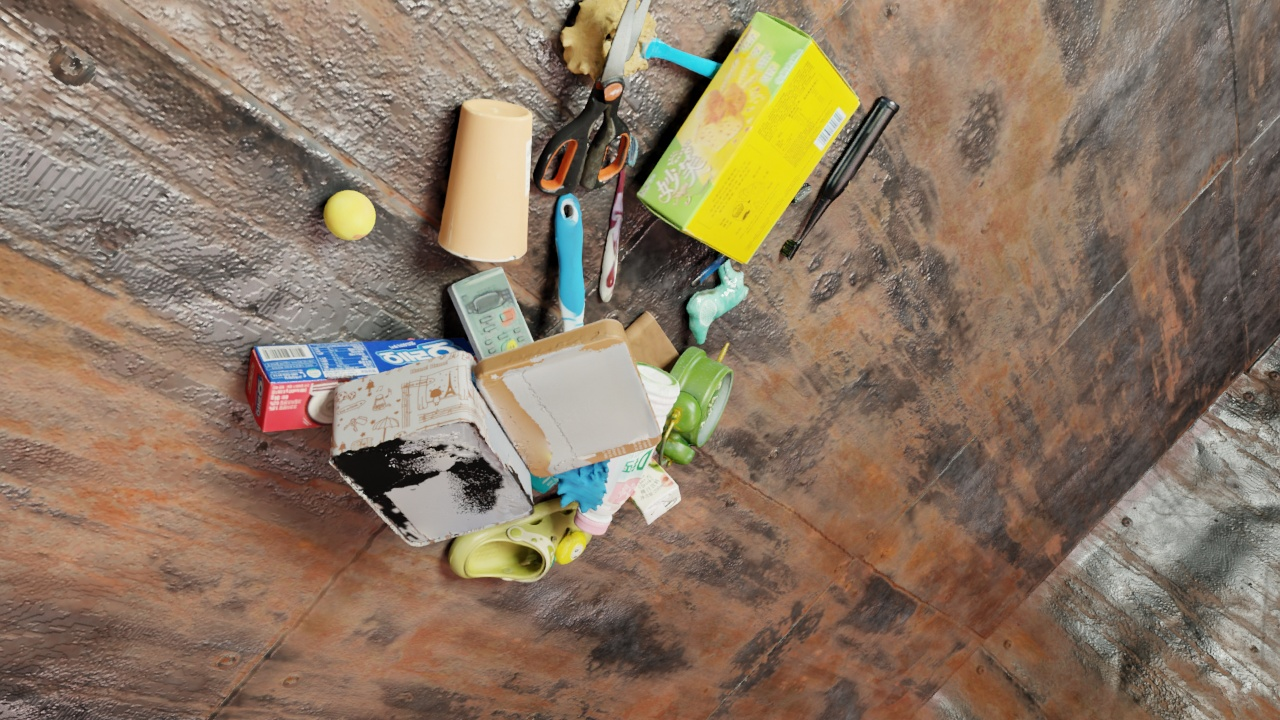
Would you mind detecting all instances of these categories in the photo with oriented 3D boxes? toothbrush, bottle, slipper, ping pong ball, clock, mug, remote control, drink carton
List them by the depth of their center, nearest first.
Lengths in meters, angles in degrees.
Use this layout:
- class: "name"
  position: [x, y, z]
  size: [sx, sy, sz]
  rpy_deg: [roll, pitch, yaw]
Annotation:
- class: "ping pong ball"
  position: [-0.237, -0.118, 0.749]
  size: [0.040, 0.040, 0.040]
  rpy_deg: [-22, 135, -25]
- class: "mug"
  position: [-0.128, -0.155, 0.786]
  size: [0.078, 0.078, 0.123]
  rpy_deg: [-9, 124, -35]
- class: "remote control"
  position: [-0.132, -0.019, 0.873]
  size: [0.056, 0.019, 0.135]
  rpy_deg: [-24, 94, -27]
- class: "toothbrush"
  position: [-0.022, -0.139, 0.928]
  size: [0.016, 0.017, 0.188]
  rpy_deg: [-13, 130, -31]
- class: "bottle"
  position: [-0.023, 0.101, 1.014]
  size: [0.068, 0.068, 0.197]
  rpy_deg: [8, 111, -43]
- class: "toothbrush"
  position: [0.127, -0.143, 1.041]
  size: [0.189, 0.016, 0.014]
  rpy_deg: [-41, 130, -12]
- class: "toothbrush"
  position: [0.230, -0.209, 1.074]
  size: [0.213, 0.027, 0.026]
  rpy_deg: [-57, 153, 16]
- class: "clock"
  position: [0.057, 0.057, 1.079]
  size: [0.160, 0.056, 0.116]
  rpy_deg: [-53, 158, -38]
- class: "drink carton"
  position: [-0.009, 0.131, 1.084]
  size: [0.053, 0.122, 0.045]
  rpy_deg: [-36, 147, -13]
- class: "slipper"
  position: [-0.133, 0.229, 1.099]
  size: [0.190, 0.081, 0.092]
  rpy_deg: [-9, 131, -32]

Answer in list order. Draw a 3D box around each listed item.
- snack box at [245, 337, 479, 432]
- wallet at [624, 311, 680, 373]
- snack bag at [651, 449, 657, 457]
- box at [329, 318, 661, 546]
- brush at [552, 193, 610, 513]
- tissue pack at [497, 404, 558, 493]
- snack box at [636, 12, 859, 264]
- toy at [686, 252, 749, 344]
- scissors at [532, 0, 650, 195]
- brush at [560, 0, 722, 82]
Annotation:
- class: "snack box"
  position: [-0.246, 0.018, 0.844]
  size: [0.207, 0.057, 0.058]
  rpy_deg: [-4, 128, -38]
- class: "wallet"
  position: [-0.006, 0.006, 1.064]
  size: [0.101, 0.020, 0.115]
  rpy_deg: [-42, 142, -2]
- class: "snack bag"
  position: [0.005, 0.110, 1.154]
  size: [0.105, 0.026, 0.045]
  rpy_deg: [-37, 142, -6]
- class: "box"
  position: [-0.119, 0.063, 0.815]
  size: [0.260, 0.082, 0.177]
  rpy_deg: [-16, 141, 3]
- class: "brush"
  position: [-0.066, -0.001, 0.916]
  size: [0.060, 0.109, 0.315]
  rpy_deg: [-4, 121, -8]
- class: "tissue pack"
  position: [-0.096, 0.081, 1.022]
  size: [0.133, 0.050, 0.093]
  rpy_deg: [-41, 140, -11]
- class: "snack box"
  position: [0.111, -0.213, 0.915]
  size: [0.210, 0.070, 0.157]
  rpy_deg: [-55, 151, 12]
- class: "toy"
  position: [0.089, -0.076, 1.067]
  size: [0.091, 0.030, 0.096]
  rpy_deg: [-34, 131, -20]
- class: "scissors"
  position: [-0.042, -0.218, 0.781]
  size: [0.148, 0.021, 0.235]
  rpy_deg: [-26, 158, -8]
- class: "brush"
  position: [0.031, -0.277, 0.841]
  size: [0.254, 0.046, 0.083]
  rpy_deg: [-1, 122, -45]
